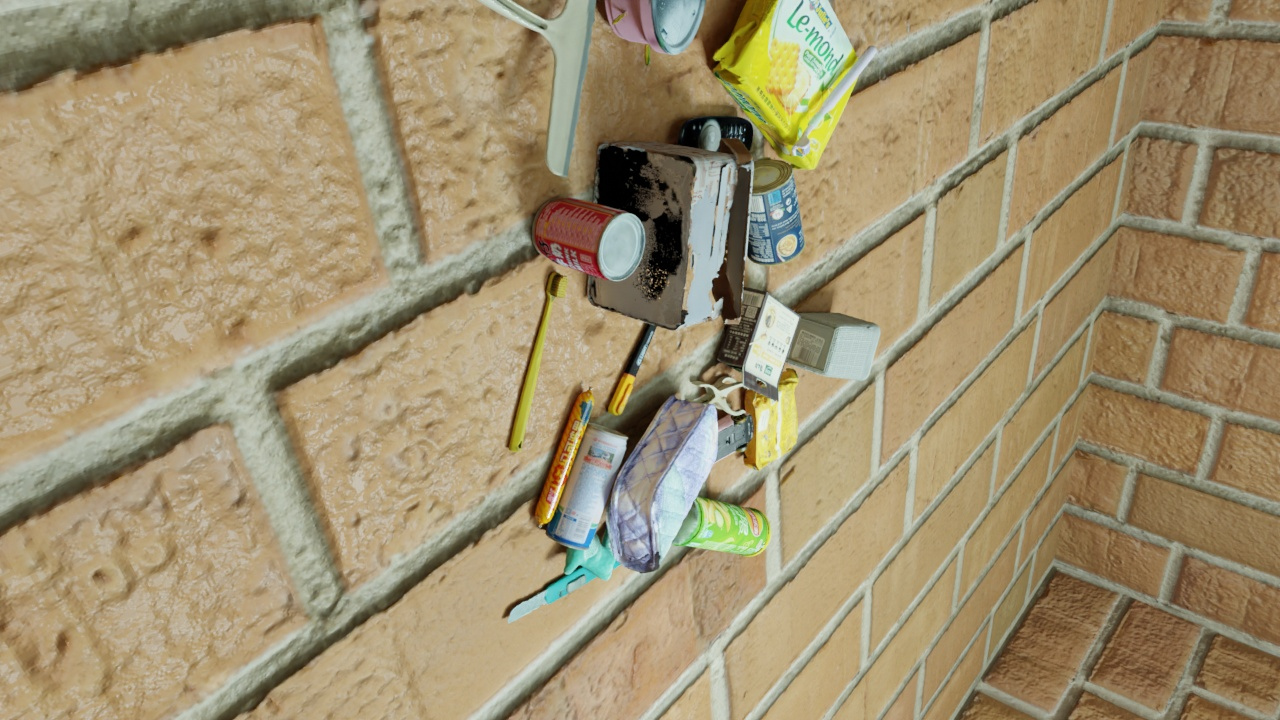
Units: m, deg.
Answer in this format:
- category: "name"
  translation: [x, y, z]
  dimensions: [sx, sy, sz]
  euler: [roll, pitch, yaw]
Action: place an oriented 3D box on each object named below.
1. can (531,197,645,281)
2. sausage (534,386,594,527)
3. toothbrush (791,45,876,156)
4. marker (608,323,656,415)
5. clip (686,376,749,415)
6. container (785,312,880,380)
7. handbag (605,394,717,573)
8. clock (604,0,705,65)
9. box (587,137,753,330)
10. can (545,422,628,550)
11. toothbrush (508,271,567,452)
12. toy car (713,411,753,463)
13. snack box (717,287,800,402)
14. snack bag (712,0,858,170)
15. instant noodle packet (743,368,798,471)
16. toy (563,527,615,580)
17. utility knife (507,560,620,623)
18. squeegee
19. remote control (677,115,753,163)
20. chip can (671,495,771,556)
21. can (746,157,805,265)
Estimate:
- category: "can"
  translation: [-0.051, -0.118, 0.879]
  dimensions: [0.066, 0.094, 0.067]
  euler: [-27, 127, -43]
- category: "sausage"
  translation: [-0.083, 0.106, 1.007]
  dimensions: [0.021, 0.021, 0.165]
  euler: [19, 91, -54]
- category: "toothbrush"
  translation: [0.236, -0.314, 1.098]
  dimensions: [0.021, 0.029, 0.188]
  euler: [41, 70, -13]
- category: "marker"
  translation: [-0.006, 0.006, 1.062]
  dimensions: [0.018, 0.015, 0.123]
  euler: [35, 76, -57]
- category: "clip"
  translation: [0.107, 0.032, 1.206]
  dimensions: [0.104, 0.035, 0.083]
  euler: [31, 85, -45]
- category: "container"
  translation: [0.280, -0.023, 1.353]
  dimensions: [0.114, 0.090, 0.090]
  euler: [1, 105, -49]
- category: "handbag"
  translation: [0.028, 0.139, 1.088]
  dimensions: [0.193, 0.076, 0.134]
  euler: [-53, 147, -45]
- category: "clock"
  translation: [0.020, -0.370, 0.863]
  dimensions: [0.117, 0.060, 0.158]
  euler: [20, 88, -66]
- category: "box"
  translation: [0.062, -0.141, 0.966]
  dimensions: [0.177, 0.153, 0.183]
  euler: [-19, 121, -49]
- category: "can"
  translation: [-0.059, 0.140, 1.026]
  dimensions: [0.053, 0.053, 0.134]
  euler: [20, 91, -54]
- category: "toothbrush"
  translation: [-0.104, 0.003, 0.934]
  dimensions: [0.015, 0.017, 0.190]
  euler: [5, 103, -52]
- category: "toy car"
  translation: [0.102, 0.108, 1.234]
  dimensions: [0.122, 0.037, 0.056]
  euler: [-25, 123, -28]
- category: "snack box"
  translation: [0.160, -0.020, 1.225]
  dimensions: [0.113, 0.053, 0.125]
  euler: [24, 84, -54]
- category: "snack bag"
  translation: [0.171, -0.343, 1.075]
  dimensions: [0.246, 0.068, 0.158]
  euler: [32, 82, -54]
- category: "instant noodle packet"
  translation: [0.187, 0.084, 1.321]
  dimensions: [0.110, 0.044, 0.128]
  euler: [-26, 124, -41]
- category: "toy"
  translation: [-0.054, 0.225, 1.093]
  dimensions: [0.092, 0.030, 0.096]
  euler: [52, 49, -44]
- category: "utility knife"
  translation: [-0.080, 0.265, 1.093]
  dimensions: [0.207, 0.013, 0.029]
  euler: [-19, 116, -46]
- category: "squeegee"
  translation: [-0.128, -0.304, 0.737]
  dimensions: [0.246, 0.039, 0.246]
  euler: [16, 82, -54]
- category: "remote control"
  translation: [0.081, -0.251, 1.042]
  dimensions: [0.136, 0.024, 0.053]
  euler: [-16, 120, -46]
- category: "chip can"
  translation: [0.101, 0.225, 1.256]
  dimensions: [0.221, 0.073, 0.072]
  euler: [24, 88, -54]
- category: "can"
  translation: [0.158, -0.183, 1.129]
  dimensions: [0.075, 0.075, 0.111]
  euler: [-46, 138, -28]
